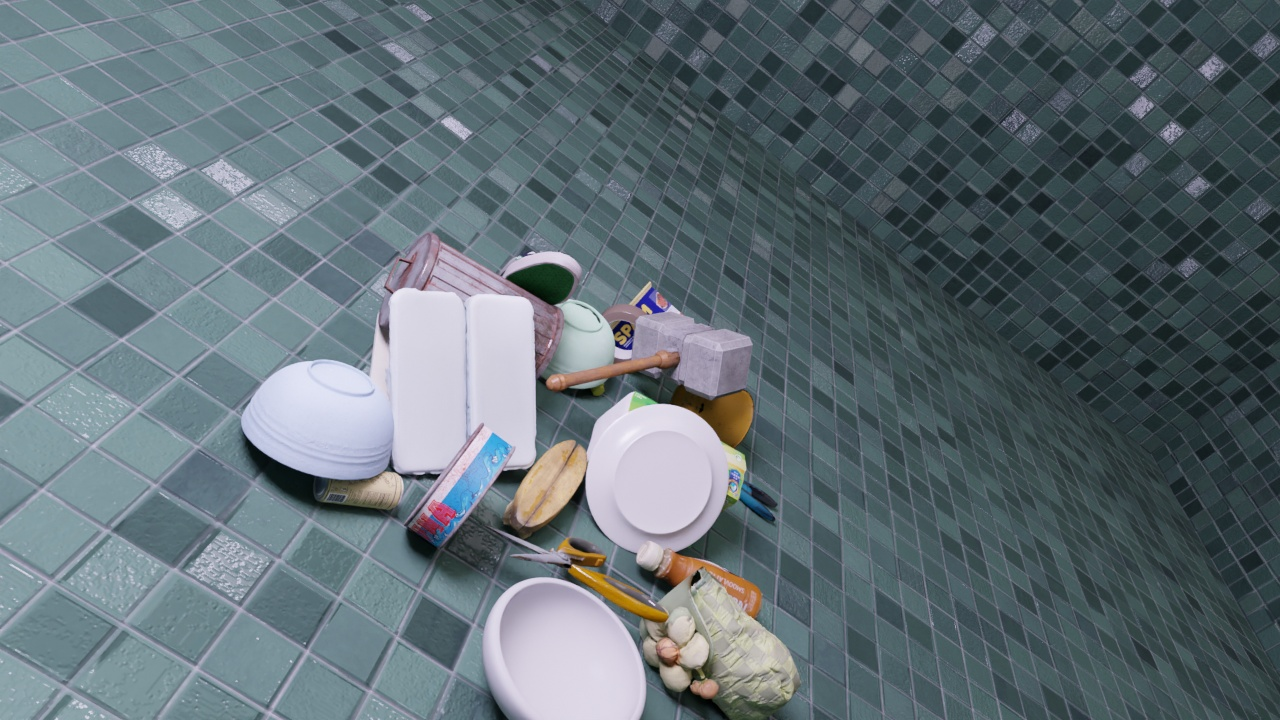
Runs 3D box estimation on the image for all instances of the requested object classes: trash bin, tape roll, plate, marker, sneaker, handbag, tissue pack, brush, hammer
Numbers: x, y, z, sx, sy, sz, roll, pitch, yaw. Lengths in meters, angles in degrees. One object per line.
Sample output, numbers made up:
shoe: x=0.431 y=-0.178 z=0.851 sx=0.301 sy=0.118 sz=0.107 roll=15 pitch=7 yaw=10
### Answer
trash bin: x=-0.217 y=-0.061 z=1.147 sx=0.211 sy=0.131 sz=0.130 roll=29 pitch=30 yaw=-27
tape roll: x=-0.025 y=-0.038 z=1.412 sx=0.093 sy=0.094 sz=0.030 roll=37 pitch=29 yaw=-8
plate: x=0.026 y=0.149 z=1.137 sx=0.188 sy=0.188 sz=0.016 roll=32 pitch=-8 yaw=-17
marker: x=-0.084 y=0.000 z=1.362 sx=0.017 sy=0.021 sz=0.123 roll=11 pitch=39 yaw=-44
sneaker: x=-0.141 y=-0.118 z=1.232 sx=0.084 sy=0.236 sz=0.079 roll=29 pitch=68 yaw=-21
handbag: x=0.080 y=0.326 z=1.011 sx=0.186 sy=0.113 sz=0.116 roll=45 pitch=36 yaw=6
tissue pack: x=0.027 y=0.156 z=1.196 sx=0.197 sy=0.121 sz=0.141 roll=27 pitch=49 yaw=-13
brush: x=-0.111 y=0.151 z=1.091 sx=0.059 sy=0.043 sz=0.194 roll=41 pitch=27 yaw=-3
hammer: x=-0.007 y=0.007 z=1.245 sx=0.163 sy=0.083 sz=0.316 roll=21 pitch=22 yaw=39

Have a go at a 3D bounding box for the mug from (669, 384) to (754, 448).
mug: x=0.102 y=0.088 z=1.401 sx=0.094 sy=0.101 sz=0.123 roll=23 pitch=74 yaw=-27

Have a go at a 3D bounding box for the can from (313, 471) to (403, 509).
can: x=-0.282 y=0.127 z=0.920 sx=0.079 sy=0.038 sz=0.038 roll=16 pitch=37 yaw=-39

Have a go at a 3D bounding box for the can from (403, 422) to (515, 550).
can: x=-0.184 y=0.128 z=0.940 sx=0.044 sy=0.130 sz=0.129 roll=38 pitch=28 yaw=-6

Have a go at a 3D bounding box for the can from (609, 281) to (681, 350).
can: x=0.009 y=-0.050 z=1.452 sx=0.092 sy=0.116 sz=0.056 roll=42 pitch=28 yaw=-3

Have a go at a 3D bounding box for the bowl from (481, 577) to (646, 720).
bowl: x=-0.083 y=0.302 z=0.887 sx=0.176 sy=0.066 sz=0.176 roll=30 pitch=30 yaw=-20

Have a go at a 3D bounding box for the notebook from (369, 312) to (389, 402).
notebook: x=-0.256 y=0.036 z=1.112 sx=0.153 sy=0.012 sz=0.208 roll=26 pitch=32 yaw=-28

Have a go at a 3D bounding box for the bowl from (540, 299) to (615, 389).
bowl: x=-0.098 y=-0.036 z=1.312 sx=0.151 sy=0.077 sz=0.150 roll=19 pitch=35 yaw=-14

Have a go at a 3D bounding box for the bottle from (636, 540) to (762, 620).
bottle: x=0.070 y=0.271 z=1.127 sx=0.167 sy=0.059 sz=0.059 roll=31 pitch=30 yaw=-17

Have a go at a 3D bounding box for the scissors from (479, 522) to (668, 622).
scissors: x=-0.074 y=0.216 z=0.990 sx=0.225 sy=0.016 sz=0.216 roll=29 pitch=1 yaw=-12

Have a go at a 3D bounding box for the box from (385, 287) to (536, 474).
box: x=-0.199 y=0.024 z=1.045 sx=0.188 sy=0.037 sz=0.208 roll=5 pitch=82 yaw=-44

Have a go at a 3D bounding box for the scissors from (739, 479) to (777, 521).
scissors: x=0.150 y=0.193 z=1.380 sx=0.126 sy=0.019 sz=0.143 roll=6 pitch=42 yaw=-47

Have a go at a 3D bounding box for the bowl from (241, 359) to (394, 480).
bowl: x=-0.310 y=0.047 z=0.915 sx=0.150 sy=0.075 sz=0.150 roll=24 pitch=15 yaw=-7
